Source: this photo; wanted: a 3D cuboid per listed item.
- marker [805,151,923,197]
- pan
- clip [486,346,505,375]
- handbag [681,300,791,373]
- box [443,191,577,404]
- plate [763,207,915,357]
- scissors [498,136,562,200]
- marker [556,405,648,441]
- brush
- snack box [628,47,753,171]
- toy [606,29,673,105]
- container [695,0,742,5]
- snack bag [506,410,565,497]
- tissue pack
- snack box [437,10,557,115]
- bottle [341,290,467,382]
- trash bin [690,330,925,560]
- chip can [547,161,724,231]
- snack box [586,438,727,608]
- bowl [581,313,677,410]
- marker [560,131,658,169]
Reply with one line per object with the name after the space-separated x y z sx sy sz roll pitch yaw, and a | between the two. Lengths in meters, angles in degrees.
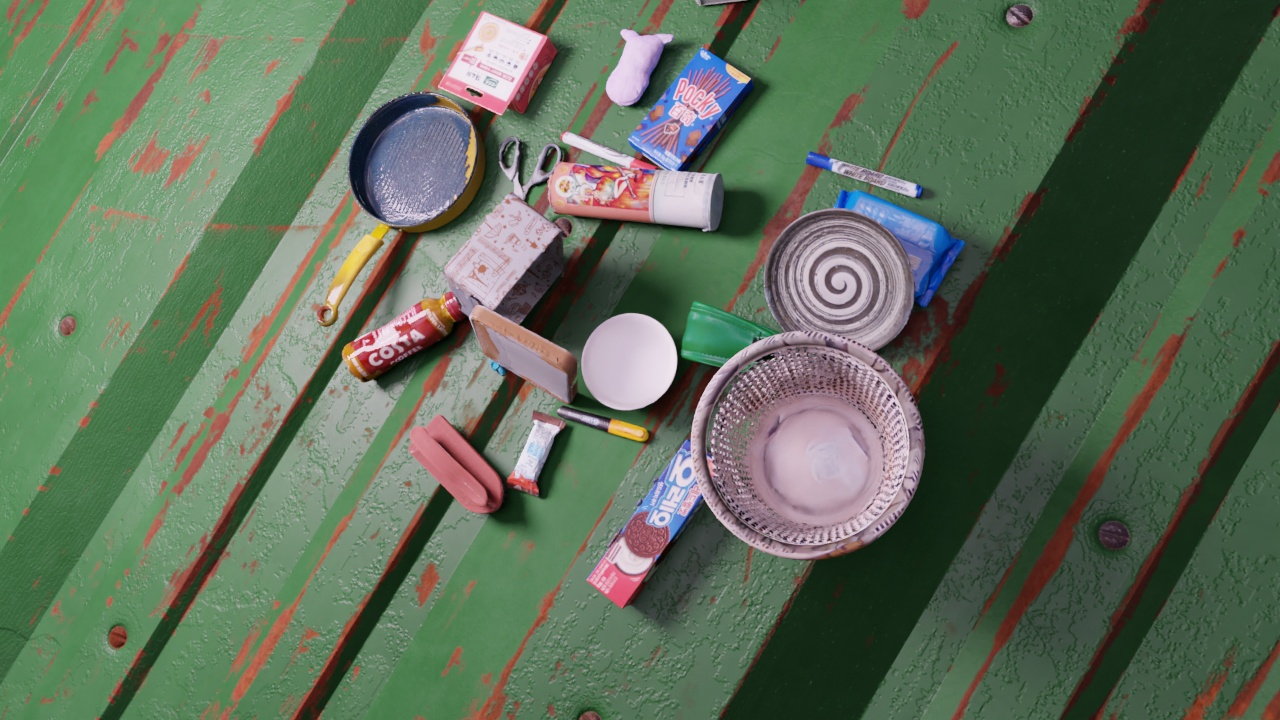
0.273 -0.227 1.121 0.146 0.017 0.017 22 85 18 | marker
-0.343 -0.204 1.249 0.198 0.078 0.357 20 85 18 | pan
-0.191 -0.008 1.199 0.015 0.049 0.056 -25 65 11 | clip
0.112 -0.022 1.065 0.120 0.131 0.068 14 92 13 | handbag
-0.122 -0.065 1.104 0.193 0.183 0.156 35 78 3 | box
0.230 -0.089 1.066 0.180 0.024 0.180 11 115 25 | plate
-0.163 -0.226 1.240 0.170 0.014 0.159 -31 73 8 | scissors
-0.049 0.078 1.147 0.124 0.015 0.018 15 79 19 | marker
-0.229 0.136 1.154 0.146 0.069 0.063 42 92 18 | brush
0.065 -0.321 1.190 0.084 0.026 0.157 39 91 19 | snack box
-0.011 -0.389 1.219 0.084 0.039 0.108 22 90 32 | toy
0.105 -0.534 1.192 0.090 0.090 0.114 -1 82 15 | container
-0.132 0.117 1.155 0.048 0.026 0.104 18 83 11 | snack bag
0.289 -0.133 1.079 0.157 0.052 0.095 28 90 19 | tissue pack
-0.196 -0.402 1.267 0.113 0.044 0.127 28 86 18 | snack box
-0.308 -0.035 1.216 0.175 0.057 0.057 -29 73 8 | bottle
0.183 0.099 0.986 0.228 0.192 0.227 -3 78 14 | trash bin
-0.006 -0.210 1.165 0.215 0.071 0.071 8 81 17 | chip can
0.021 0.191 1.083 0.058 0.057 0.207 35 89 16 | snack box
-0.007 0.007 1.123 0.118 0.064 0.118 -3 79 14 | bowl
-0.042 -0.273 1.215 0.145 0.017 0.017 26 86 18 | marker
